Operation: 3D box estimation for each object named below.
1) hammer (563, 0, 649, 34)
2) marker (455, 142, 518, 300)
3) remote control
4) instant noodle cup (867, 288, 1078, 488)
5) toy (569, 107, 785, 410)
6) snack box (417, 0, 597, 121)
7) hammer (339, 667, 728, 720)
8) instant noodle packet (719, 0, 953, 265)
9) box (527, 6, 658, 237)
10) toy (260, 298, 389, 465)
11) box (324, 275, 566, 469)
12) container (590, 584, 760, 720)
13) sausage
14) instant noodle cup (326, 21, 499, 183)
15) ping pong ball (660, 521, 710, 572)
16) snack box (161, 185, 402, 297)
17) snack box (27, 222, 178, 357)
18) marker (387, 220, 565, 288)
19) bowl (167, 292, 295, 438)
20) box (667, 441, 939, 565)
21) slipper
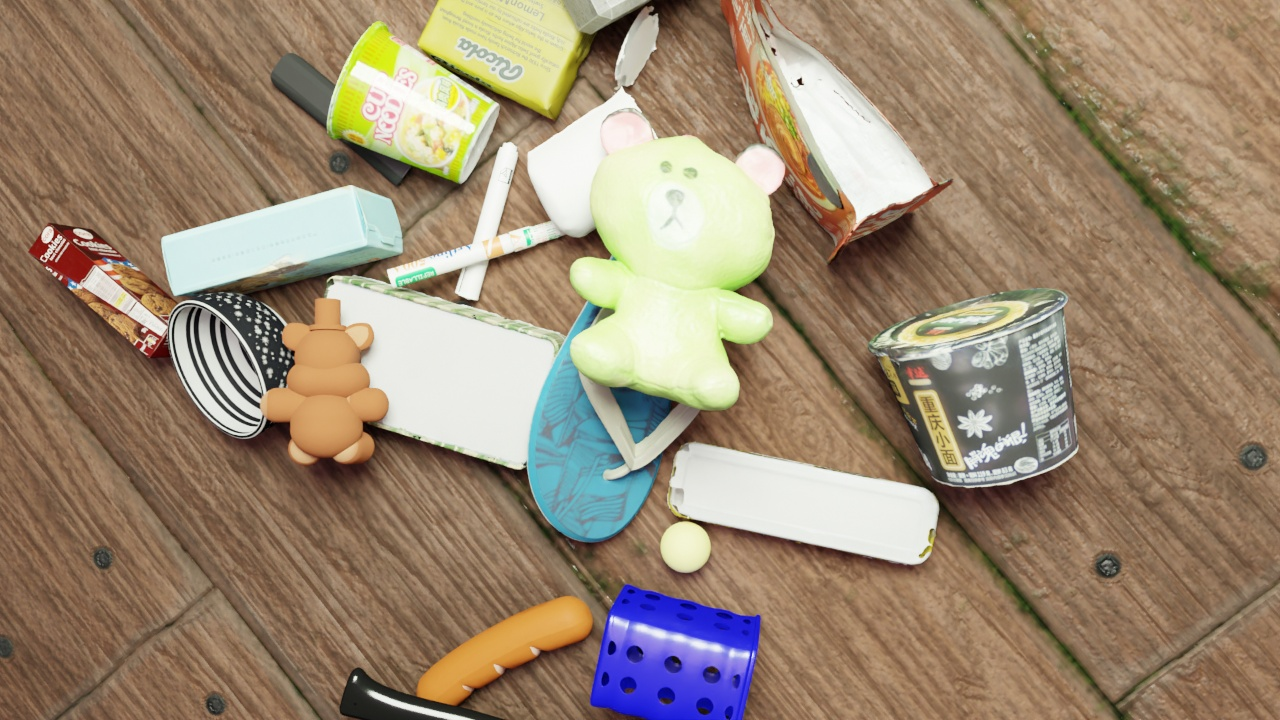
[{"bbox_3d":[-0.040,-0.415,0.635,0.162,0.083,0.318,-32,107,-9],"label":"hammer"},{"bbox_3d":[-0.126,-0.115,0.756,0.020,0.017,0.133,14,95,-31],"label":"marker"},{"bbox_3d":[-0.249,-0.203,0.772,0.147,0.015,0.033,39,96,5],"label":"remote control"},{"bbox_3d":[0.246,0.022,0.658,0.137,0.137,0.112,-18,98,8],"label":"instant noodle cup"},{"bbox_3d":[0.025,-0.064,0.645,0.150,0.107,0.196,13,71,6],"label":"toy"},{"bbox_3d":[-0.083,-0.301,0.732,0.121,0.045,0.181,27,93,4],"label":"snack box"},{"bbox_3d":[-0.082,0.312,0.737,0.323,0.029,0.127,16,99,-2],"label":"hammer"},{"bbox_3d":[0.115,-0.186,0.648,0.084,0.164,0.221,-31,88,9],"label":"instant noodle packet"},{"bbox_3d":[-0.023,-0.184,0.711,0.156,0.084,0.126,-31,81,6],"label":"box"},{"bbox_3d":[-0.244,0.018,0.715,0.095,0.065,0.127,0,85,-9],"label":"toy"},{"bbox_3d":[-0.168,0.008,0.753,0.205,0.051,0.118,15,97,8],"label":"box"},{"bbox_3d":[0.028,0.234,0.715,0.114,0.084,0.085,12,95,8],"label":"container"},{"bbox_3d":[-0.115,0.241,0.757,0.164,0.039,0.044,-30,91,8],"label":"sausage"},{"bbox_3d":[-0.175,-0.195,0.723,0.108,0.099,0.099,27,95,-7],"label":"instant noodle cup"},{"bbox_3d":[0.036,0.149,0.732,0.040,0.040,0.040,0,92,8],"label":"ping pong ball"},{"bbox_3d":[-0.291,-0.094,0.753,0.175,0.075,0.053,-12,91,8],"label":"snack box"},{"bbox_3d":[-0.447,-0.059,0.787,0.141,0.051,0.032,39,96,5],"label":"snack box"},{"bbox_3d":[-0.131,-0.087,0.740,0.145,0.017,0.017,-18,89,-9],"label":"marker"},{"bbox_3d":[-0.322,-0.003,0.758,0.120,0.066,0.120,16,121,28],"label":"bowl"},{"bbox_3d":[0.126,0.113,0.726,0.210,0.037,0.064,11,88,8],"label":"box"},{"bbox_3d":[-0.004,0.004,0.706,0.118,0.060,0.295,21,92,-19],"label":"slipper"}]
